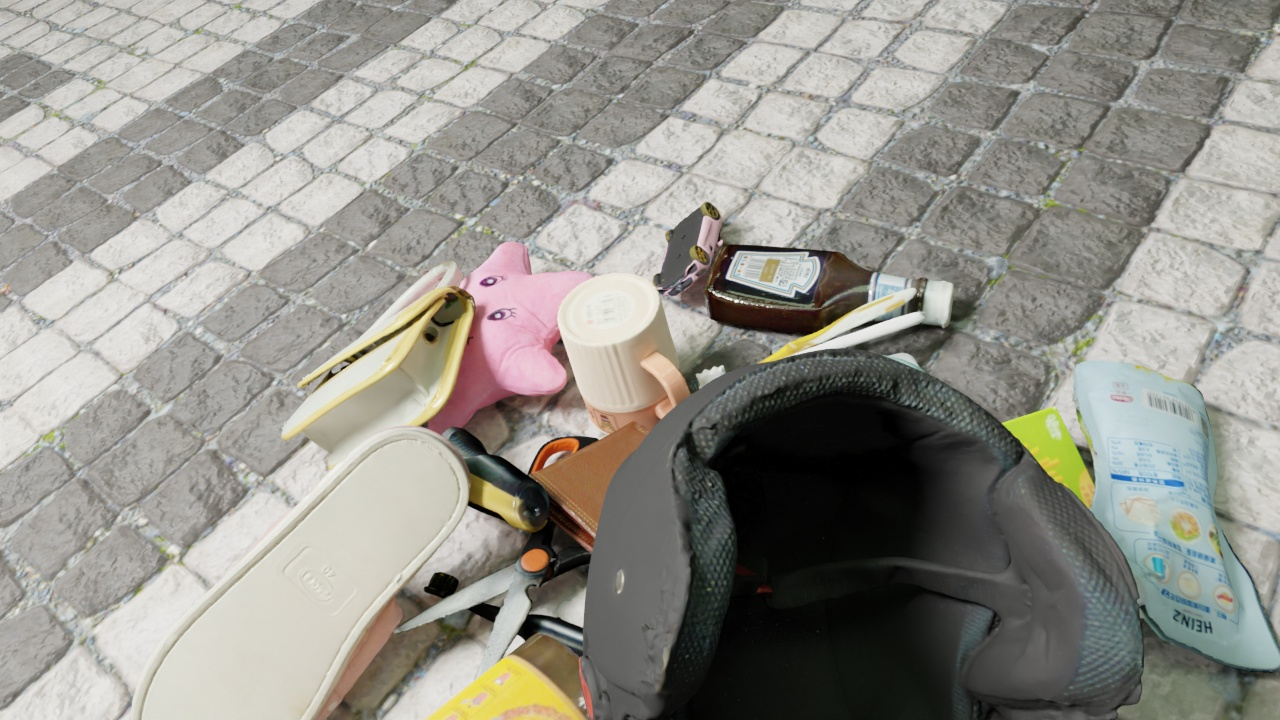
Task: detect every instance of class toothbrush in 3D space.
[{"bbox_3d":[0.124,-0.016,0.712,0.191,0.018,0.016,-26,24,7],"label":"toothbrush"},{"bbox_3d":[-0.058,0.180,0.602,0.213,0.026,0.027,13,67,27],"label":"toothbrush"},{"bbox_3d":[0.129,-0.009,0.697,0.180,0.016,0.016,-17,18,5],"label":"toothbrush"}]

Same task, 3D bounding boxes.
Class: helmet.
[{"bbox_3d":[0.085,0.131,0.469,0.233,0.230,0.274,6,89,-12],"label":"helmet"}]

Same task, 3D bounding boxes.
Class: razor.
[{"bbox_3d":[-0.117,0.089,0.649,0.168,0.062,0.067,12,67,53],"label":"razor"}]

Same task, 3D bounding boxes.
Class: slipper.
[{"bbox_3d":[-0.215,0.157,0.594,0.274,0.114,0.054,-52,10,-7],"label":"slipper"}]

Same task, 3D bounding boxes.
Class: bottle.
[{"bbox_3d":[0.154,-0.056,0.756,0.195,0.044,0.079,8,50,21],"label":"bottle"}]

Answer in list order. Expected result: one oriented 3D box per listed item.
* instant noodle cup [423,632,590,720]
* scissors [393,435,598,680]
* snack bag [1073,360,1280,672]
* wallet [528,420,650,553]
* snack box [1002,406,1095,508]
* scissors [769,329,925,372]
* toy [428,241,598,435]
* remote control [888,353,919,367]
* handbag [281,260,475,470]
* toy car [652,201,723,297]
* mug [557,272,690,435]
[{"bbox_3d":[-0.070,0.224,0.506,0.118,0.119,0.114,28,52,35],"label":"instant noodle cup"},{"bbox_3d":[-0.058,0.128,0.637,0.221,0.022,0.227,-11,38,-3],"label":"scissors"},{"bbox_3d":[0.320,0.087,0.561,0.110,0.039,0.190,24,50,-10],"label":"snack bag"},{"bbox_3d":[-0.004,0.093,0.630,0.101,0.032,0.124,-29,42,-29],"label":"wallet"},{"bbox_3d":[0.208,0.093,0.588,0.156,0.026,0.085,-17,72,-2],"label":"snack box"},{"bbox_3d":[0.125,0.033,0.668,0.171,0.019,0.170,-38,29,-22],"label":"scissors"},{"bbox_3d":[-0.112,-0.035,0.783,0.179,0.074,0.194,-25,46,12],"label":"toy"},{"bbox_3d":[0.195,0.048,0.660,0.056,0.020,0.135,-16,43,-1],"label":"remote control"},{"bbox_3d":[-0.208,-0.011,0.755,0.164,0.063,0.178,-27,36,32],"label":"handbag"},{"bbox_3d":[0.046,-0.097,0.819,0.056,0.037,0.122,-35,24,35],"label":"toy car"},{"bbox_3d":[-0.004,0.004,0.698,0.081,0.106,0.114,-36,48,-18],"label":"mug"}]
